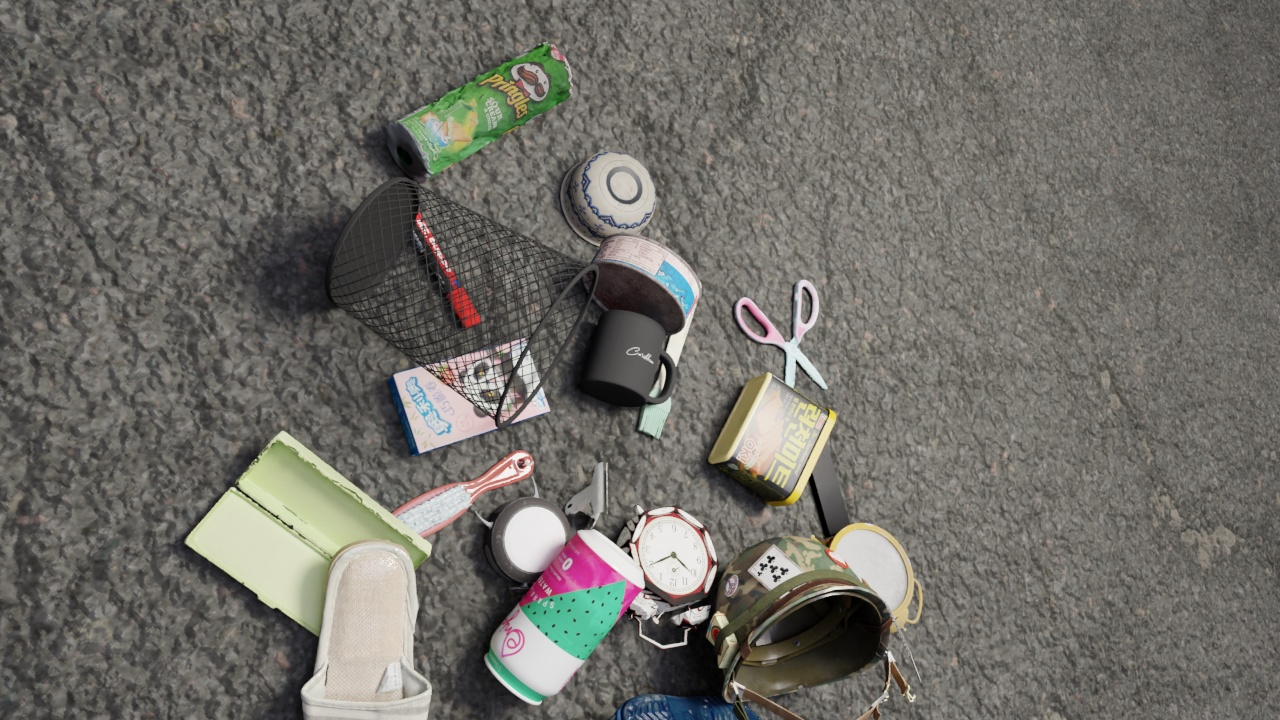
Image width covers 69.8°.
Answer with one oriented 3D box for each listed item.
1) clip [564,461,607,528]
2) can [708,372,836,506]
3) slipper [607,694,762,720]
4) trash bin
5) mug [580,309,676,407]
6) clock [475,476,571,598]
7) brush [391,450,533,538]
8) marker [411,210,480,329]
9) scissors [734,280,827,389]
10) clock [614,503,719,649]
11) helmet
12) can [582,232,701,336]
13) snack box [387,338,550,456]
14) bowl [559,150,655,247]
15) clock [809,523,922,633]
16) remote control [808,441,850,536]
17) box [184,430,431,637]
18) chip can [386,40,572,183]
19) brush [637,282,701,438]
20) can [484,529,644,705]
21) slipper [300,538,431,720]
[{"bbox_3d":[-0.057,0.153,1.004,0.041,0.101,0.054,32,109,-14],"label":"clip"},{"bbox_3d":[0.158,0.094,1.108,0.101,0.073,0.130,33,71,-11],"label":"can"},{"bbox_3d":[0.056,0.420,0.979,0.252,0.105,0.095,28,108,-34],"label":"slipper"},{"bbox_3d":[-0.178,-0.065,0.903,0.210,0.184,0.183,31,64,5],"label":"trash bin"},{"bbox_3d":[-0.006,0.006,1.051,0.113,0.078,0.087,27,67,-30],"label":"mug"},{"bbox_3d":[-0.114,0.194,0.968,0.091,0.044,0.123,-30,93,-29],"label":"clock"},{"bbox_3d":[-0.181,0.139,0.956,0.172,0.030,0.041,-27,91,-30],"label":"brush"},{"bbox_3d":[-0.218,-0.102,0.996,0.021,0.023,0.145,-29,93,8],"label":"marker"},{"bbox_3d":[0.200,-0.036,1.201,0.170,0.014,0.167,46,63,-10],"label":"scissors"},{"bbox_3d":[0.022,0.241,1.012,0.114,0.065,0.154,18,55,-23],"label":"clock"},{"bbox_3d":[0.171,0.301,0.976,0.192,0.225,0.236,-5,59,-17],"label":"helmet"},{"bbox_3d":[0.001,-0.085,1.043,0.130,0.130,0.044,36,64,-15],"label":"can"},{"bbox_3d":[-0.181,0.037,0.977,0.153,0.033,0.088,-18,86,-29],"label":"snack box"},{"bbox_3d":[-0.032,-0.198,1.093,0.115,0.059,0.115,7,75,-26],"label":"bowl"},{"bbox_3d":[0.275,0.274,1.125,0.159,0.081,0.116,23,57,-11],"label":"clock"},{"bbox_3d":[0.232,0.148,1.173,0.034,0.013,0.150,-13,84,-25],"label":"remote control"},{"bbox_3d":[-0.312,0.174,0.875,0.188,0.048,0.140,40,75,-13],"label":"box"},{"bbox_3d":[-0.178,-0.280,1.031,0.222,0.076,0.075,-40,97,-28],"label":"chip can"},{"bbox_3d":[0.039,-0.009,1.114,0.033,0.012,0.217,26,66,-20],"label":"brush"},{"bbox_3d":[-0.075,0.256,0.924,0.088,0.088,0.166,41,85,-13],"label":"can"},{"bbox_3d":[-0.252,0.303,0.847,0.114,0.054,0.272,0,87,-15],"label":"slipper"}]
